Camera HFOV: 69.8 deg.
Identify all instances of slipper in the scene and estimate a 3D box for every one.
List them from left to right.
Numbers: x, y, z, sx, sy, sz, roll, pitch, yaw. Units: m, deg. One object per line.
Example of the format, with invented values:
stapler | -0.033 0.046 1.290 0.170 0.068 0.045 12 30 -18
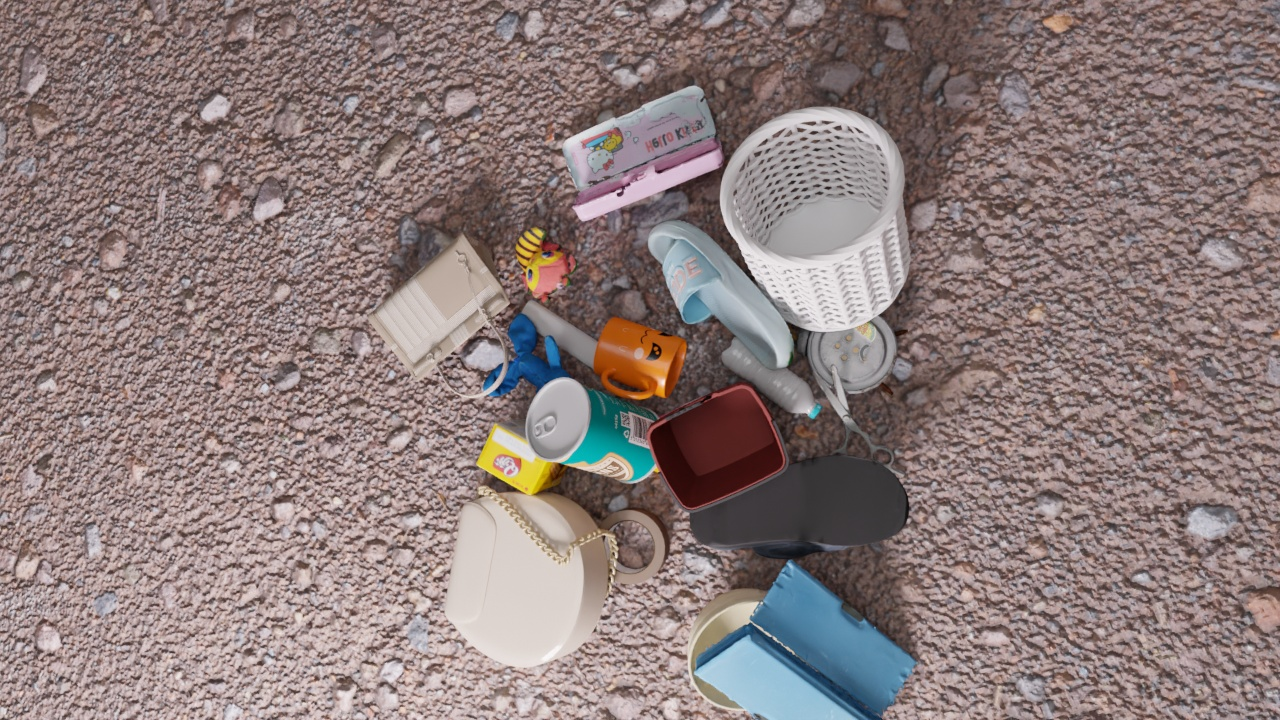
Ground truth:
slipper | 0.085 -0.075 1.099 0.074 0.104 0.245 -36 67 -15
slipper | 0.194 0.182 1.100 0.266 0.083 0.108 -12 62 28

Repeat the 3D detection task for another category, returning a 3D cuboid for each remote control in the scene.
remote control | -0.102 -0.034 1.212 0.131 0.012 0.033 33 95 13

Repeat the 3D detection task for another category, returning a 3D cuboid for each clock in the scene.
clock | 0.240 -0.015 1.106 0.148 0.056 0.104 14 91 12

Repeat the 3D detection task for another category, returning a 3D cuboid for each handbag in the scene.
handbag | -0.240 -0.036 1.200 0.176 0.062 0.198 -39 66 9
handbag | -0.148 0.271 1.154 0.209 0.103 0.210 10 90 29

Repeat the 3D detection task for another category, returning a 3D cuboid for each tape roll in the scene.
tape roll | -0.011 0.236 1.170 0.094 0.030 0.093 -1 88 14

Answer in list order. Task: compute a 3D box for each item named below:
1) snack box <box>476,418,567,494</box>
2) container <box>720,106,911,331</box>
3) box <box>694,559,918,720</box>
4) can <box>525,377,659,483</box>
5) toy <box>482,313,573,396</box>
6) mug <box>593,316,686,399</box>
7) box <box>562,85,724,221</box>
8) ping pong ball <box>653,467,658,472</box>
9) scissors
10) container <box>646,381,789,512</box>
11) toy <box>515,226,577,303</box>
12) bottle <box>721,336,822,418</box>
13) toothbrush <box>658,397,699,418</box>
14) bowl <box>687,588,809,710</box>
snack box | -0.142 0.120 1.168 0.083 0.105 0.061 27 97 14
container | 0.202 -0.151 1.028 0.189 0.187 0.189 -7 67 17
box | 0.197 0.358 1.051 0.231 0.060 0.175 39 97 -18
can | -0.053 0.087 1.112 0.099 0.143 0.099 -15 65 35
toy | -0.125 0.028 1.186 0.176 0.071 0.113 36 92 9
mug | -0.007 0.007 1.140 0.096 0.112 0.078 19 136 14
box | -0.002 -0.266 1.165 0.202 0.111 0.101 -20 108 13
ping pong ball | 0.026 0.122 1.160 0.040 0.040 0.040 -1 87 14
scissors | 0.260 0.075 1.091 0.131 0.014 0.153 8 118 12
container | 0.086 0.096 1.057 0.148 0.200 0.127 -26 92 10
toy | -0.128 -0.124 1.206 0.084 0.046 0.103 -42 68 31
bottle | 0.163 0.024 1.129 0.136 0.044 0.044 37 96 12
toothbrush | 0.058 0.064 1.167 0.135 0.016 0.021 -18 93 13
bowl | 0.123 0.332 1.098 0.150 0.075 0.151 -3 109 -9
